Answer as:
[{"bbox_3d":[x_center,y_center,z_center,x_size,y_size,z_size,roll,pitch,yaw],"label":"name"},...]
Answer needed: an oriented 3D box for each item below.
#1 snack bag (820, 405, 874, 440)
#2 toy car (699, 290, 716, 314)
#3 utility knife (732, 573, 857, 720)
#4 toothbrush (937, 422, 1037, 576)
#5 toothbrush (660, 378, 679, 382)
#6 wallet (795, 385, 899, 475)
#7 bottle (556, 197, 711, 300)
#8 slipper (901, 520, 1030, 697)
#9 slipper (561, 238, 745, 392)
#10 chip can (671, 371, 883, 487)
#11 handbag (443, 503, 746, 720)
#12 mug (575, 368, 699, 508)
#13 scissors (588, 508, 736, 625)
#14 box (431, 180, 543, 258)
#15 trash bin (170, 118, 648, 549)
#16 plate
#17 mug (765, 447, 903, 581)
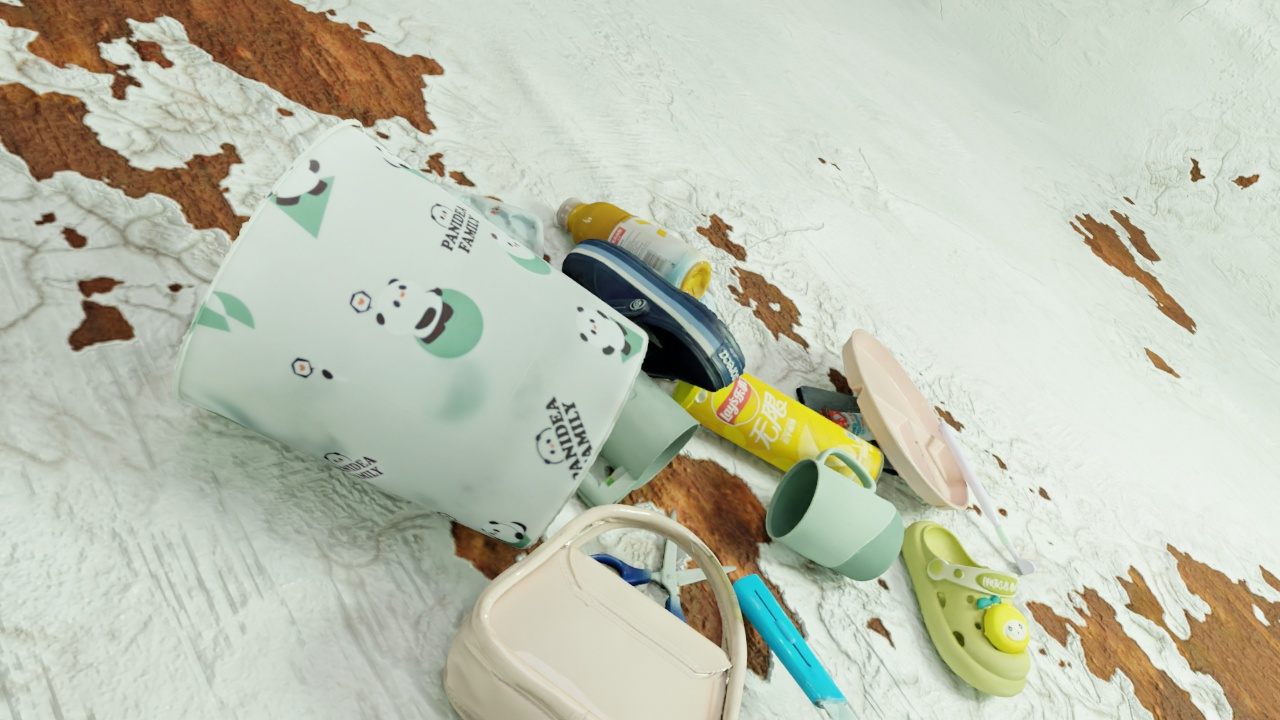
[{"bbox_3d":[0.237,0.073,1.005,0.105,0.026,0.045,3,51,-36],"label":"snack bag"},{"bbox_3d":[0.042,-0.077,1.035,0.105,0.031,0.048,26,39,-14],"label":"toy car"},{"bbox_3d":[0.126,0.237,0.726,0.034,0.018,0.191,2,27,-28],"label":"utility knife"},{"bbox_3d":[0.390,0.154,1.039,0.021,0.029,0.189,-25,74,-8],"label":"toothbrush"},{"bbox_3d":[-0.005,0.005,0.926,0.191,0.016,0.018,10,36,-29],"label":"toothbrush"},{"bbox_3d":[0.235,0.078,1.032,0.120,0.019,0.097,14,43,-24],"label":"wallet"},{"bbox_3d":[-0.012,-0.122,0.990,0.189,0.068,0.067,33,33,28],"label":"bottle"},{"bbox_3d":[0.321,0.226,0.891,0.091,0.082,0.190,10,42,-26],"label":"slipper"},{"bbox_3d":[-0.001,-0.031,0.882,0.095,0.105,0.253,-39,42,-14],"label":"slipper"},{"bbox_3d":[0.137,0.068,0.923,0.213,0.072,0.071,29,38,-10],"label":"chip can"},{"bbox_3d":[-0.008,0.192,0.654,0.193,0.094,0.233,35,38,4],"label":"handbag"},{"bbox_3d":[-0.026,0.061,0.808,0.123,0.084,0.103,-38,75,-26],"label":"mug"},{"bbox_3d":[0.017,0.188,0.753,0.175,0.012,0.162,11,43,-31],"label":"scissors"},{"bbox_3d":[-0.184,-0.122,0.898,0.201,0.060,0.160,15,30,-24],"label":"box"},{"bbox_3d":[-0.147,-0.006,0.653,0.252,0.230,0.228,30,38,-9],"label":"trash bin"},{"bbox_3d":[0.293,0.067,1.024,0.229,0.028,0.229,41,29,-29],"label":"plate"},{"bbox_3d":[0.188,0.141,0.865,0.106,0.082,0.111,29,60,-13],"label":"mug"}]
